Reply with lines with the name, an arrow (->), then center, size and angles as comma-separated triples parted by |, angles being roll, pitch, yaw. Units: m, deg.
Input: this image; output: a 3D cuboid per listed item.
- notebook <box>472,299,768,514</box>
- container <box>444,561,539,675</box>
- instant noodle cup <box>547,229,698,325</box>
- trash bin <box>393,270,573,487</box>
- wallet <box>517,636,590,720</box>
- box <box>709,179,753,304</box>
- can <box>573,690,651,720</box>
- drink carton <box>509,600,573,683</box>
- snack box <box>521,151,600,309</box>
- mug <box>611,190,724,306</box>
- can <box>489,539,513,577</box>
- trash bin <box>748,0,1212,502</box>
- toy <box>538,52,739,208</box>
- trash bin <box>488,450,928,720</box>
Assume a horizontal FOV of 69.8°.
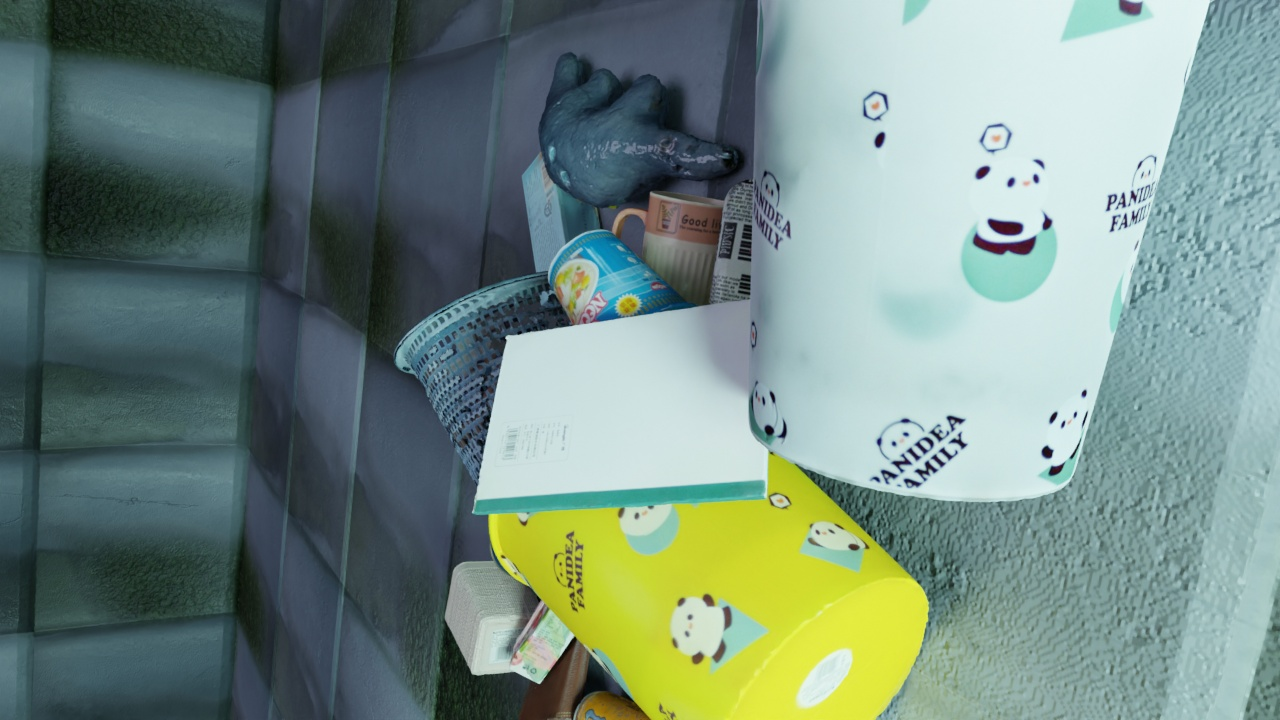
notebook -> -0.013, 0.032, 0.635 | 0.209, 0.012, 0.150 | -7, 57, 21
container -> -0.170, 0.304, 1.083 | 0.111, 0.090, 0.090 | 40, 122, 58
instant noodle cup -> -0.019, -0.046, 0.748 | 0.110, 0.099, 0.099 | 51, 131, 27
trash bin -> -0.111, 0.046, 0.934 | 0.227, 0.226, 0.195 | -38, 70, 49
wallet -> -0.093, 0.359, 0.999 | 0.125, 0.032, 0.101 | -47, 22, 43
box -> 0.087, -0.062, 0.728 | 0.076, 0.086, 0.163 | 16, 100, 38
can -> -0.005, 0.358, 0.871 | 0.146, 0.058, 0.058 | -7, 82, 56
drink carton -> -0.096, 0.284, 0.992 | 0.123, 0.045, 0.053 | -58, 10, 23
snack box -> -0.085, -0.150, 1.023 | 0.074, 0.051, 0.174 | -36, 58, 52
mug -> 0.028, -0.092, 0.804 | 0.115, 0.081, 0.106 | 13, 105, 17
can -> -0.112, 0.197, 1.025 | 0.111, 0.075, 0.075 | -32, 62, 51
trash bin -> 0.163, -0.073, 0.505 | 0.230, 0.229, 0.252 | 24, 114, 55
toy -> -0.033, -0.225, 0.927 | 0.138, 0.091, 0.356 | -52, 42, 3
trash bin -> 0.047, 0.153, 0.667 | 0.255, 0.229, 0.230 | 40, 121, 44
